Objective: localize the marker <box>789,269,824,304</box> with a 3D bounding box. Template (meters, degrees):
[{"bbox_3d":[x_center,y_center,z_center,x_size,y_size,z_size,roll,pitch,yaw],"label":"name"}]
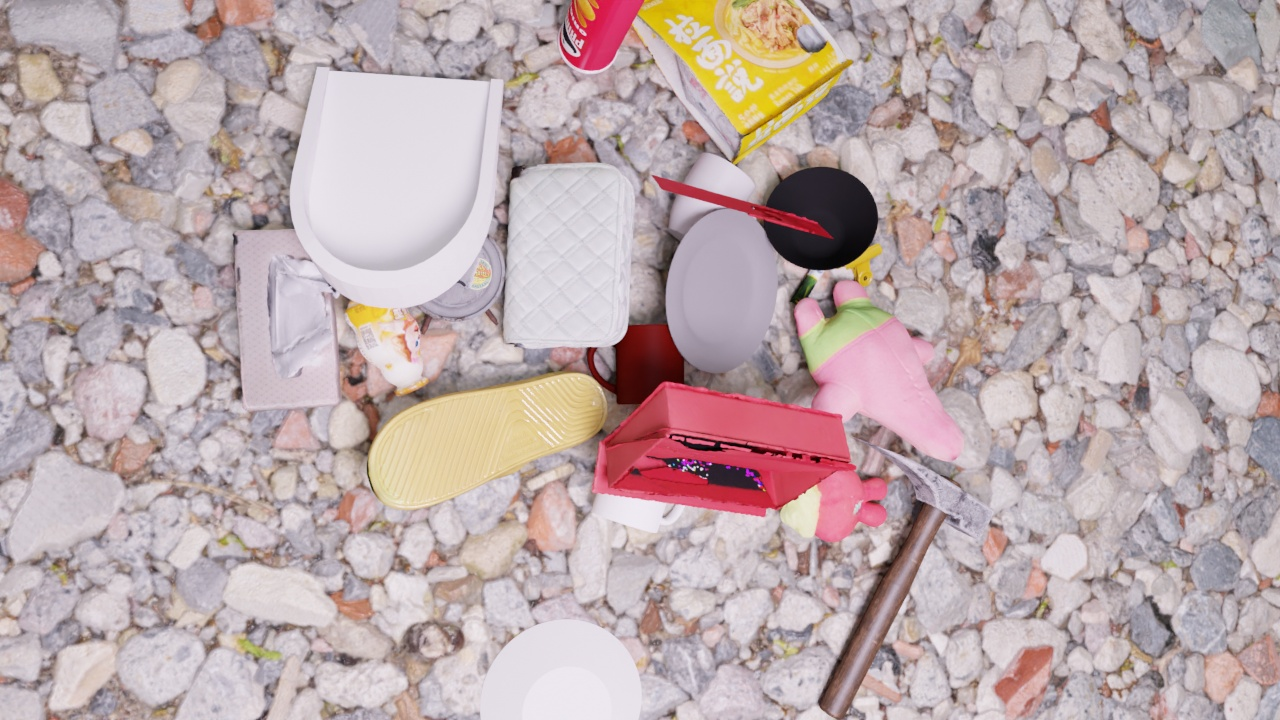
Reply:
[{"bbox_3d":[0.218,-0.125,1.067,0.017,0.017,0.146,35,80,-9],"label":"marker"}]

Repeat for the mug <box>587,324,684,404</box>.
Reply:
[{"bbox_3d":[-0.006,0.006,0.987,0.106,0.073,0.082,-2,87,11],"label":"mug"}]

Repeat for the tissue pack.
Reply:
[{"bbox_3d":[-0.347,-0.043,0.913,0.104,0.071,0.181,-3,84,-12],"label":"tissue pack"}]

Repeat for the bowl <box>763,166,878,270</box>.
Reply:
[{"bbox_3d":[0.202,-0.151,1.038,0.124,0.052,0.124,-2,75,7],"label":"bowl"}]

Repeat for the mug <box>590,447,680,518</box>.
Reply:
[{"bbox_3d":[0.009,0.134,0.986,0.110,0.074,0.090,23,82,-37],"label":"mug"}]

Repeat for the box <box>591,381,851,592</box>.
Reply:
[{"bbox_3d":[0.058,0.205,0.895,0.212,0.148,0.374,12,90,-26],"label":"box"}]

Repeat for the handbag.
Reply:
[{"bbox_3d":[-0.076,-0.107,0.962,0.139,0.072,0.195,3,86,18],"label":"handbag"}]

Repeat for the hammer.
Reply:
[{"bbox_3d":[0.255,0.250,1.024,0.217,0.037,0.300,30,86,-28],"label":"hammer"}]

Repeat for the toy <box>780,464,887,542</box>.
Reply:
[{"bbox_3d":[0.220,0.159,1.038,0.135,0.045,0.091,-1,92,-17],"label":"toy"}]

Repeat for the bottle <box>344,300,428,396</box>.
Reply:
[{"bbox_3d":[-0.254,-0.019,0.933,0.063,0.063,0.108,-25,101,-13],"label":"bottle"}]

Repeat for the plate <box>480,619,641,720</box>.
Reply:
[{"bbox_3d":[-0.080,0.365,0.966,0.174,0.036,0.174,1,87,-13],"label":"plate"}]

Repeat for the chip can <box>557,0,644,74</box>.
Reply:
[{"bbox_3d":[-0.034,-0.359,0.916,0.069,0.221,0.069,1,87,-13],"label":"chip can"}]

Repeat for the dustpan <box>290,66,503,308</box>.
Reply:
[{"bbox_3d":[-0.241,-0.182,0.903,0.191,0.053,0.257,3,73,-4],"label":"dustpan"}]

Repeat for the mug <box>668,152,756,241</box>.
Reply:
[{"bbox_3d":[0.084,-0.162,1.020,0.107,0.071,0.089,35,87,-37],"label":"mug"}]

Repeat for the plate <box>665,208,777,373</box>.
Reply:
[{"bbox_3d":[0.088,-0.075,0.998,0.178,0.012,0.178,-11,106,-42],"label":"plate"}]

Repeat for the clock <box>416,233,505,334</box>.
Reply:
[{"bbox_3d":[-0.196,-0.105,0.953,0.104,0.056,0.148,-8,91,-13],"label":"clock"}]

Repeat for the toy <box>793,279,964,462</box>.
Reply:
[{"bbox_3d":[0.266,0.018,1.011,0.191,0.097,0.236,-27,67,-28],"label":"toy"}]

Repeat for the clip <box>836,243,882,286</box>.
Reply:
[{"bbox_3d":[0.256,-0.112,1.073,0.054,0.046,0.048,-26,60,-13],"label":"clip"}]

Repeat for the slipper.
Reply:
[{"bbox_3d":[-0.159,0.075,0.946,0.262,0.079,0.099,-17,91,-30],"label":"slipper"}]

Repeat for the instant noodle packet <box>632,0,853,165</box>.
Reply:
[{"bbox_3d":[0.102,-0.359,1.027,0.162,0.084,0.221,-38,89,-13],"label":"instant noodle packet"}]
